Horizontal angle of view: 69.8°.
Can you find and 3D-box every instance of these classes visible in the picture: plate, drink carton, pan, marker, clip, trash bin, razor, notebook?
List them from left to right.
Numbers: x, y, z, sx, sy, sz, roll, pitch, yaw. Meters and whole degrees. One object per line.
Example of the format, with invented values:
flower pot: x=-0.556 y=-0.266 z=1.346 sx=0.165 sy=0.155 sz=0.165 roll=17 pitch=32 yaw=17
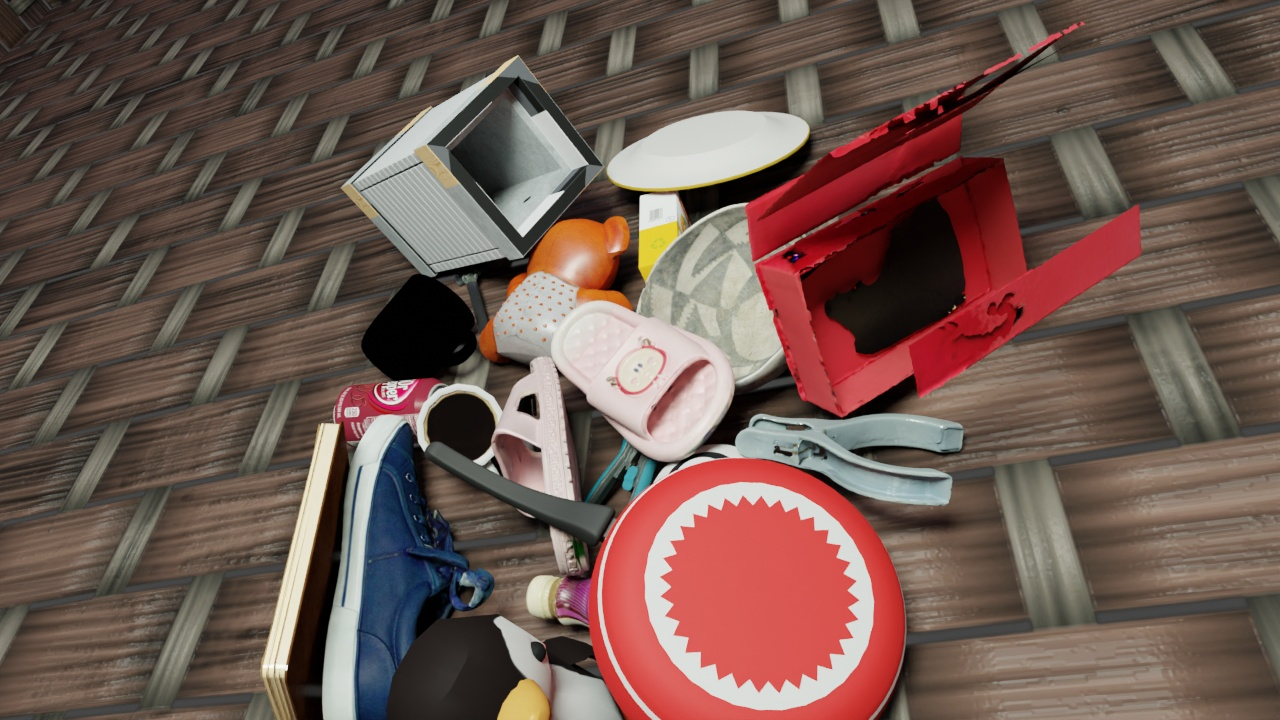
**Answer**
notebook: x=-0.258 y=0.184 z=0.733 sx=0.024 sy=0.168 sz=0.225 roll=3 pitch=45 yaw=-8
trash bin: x=-0.192 y=-0.202 z=1.013 sx=0.247 sy=0.142 sz=0.142 roll=-1 pitch=45 yaw=54
razor: x=-0.182 y=-0.066 z=1.026 sx=0.043 sy=0.022 sz=0.144 roll=-27 pitch=43 yaw=3
marker: x=-0.106 y=0.075 z=0.863 sx=0.022 sy=0.016 sz=0.138 roll=-4 pitch=44 yaw=-9
pan: x=0.006 y=0.128 z=0.613 sx=0.356 sy=0.067 sz=0.208 roll=26 pitch=59 yaw=10
drink carton: x=0.027 y=-0.120 z=0.947 sx=0.040 sy=0.058 sz=0.122 roll=-13 pitch=45 yaw=15
plate: x=0.071 y=-0.243 z=1.021 sx=0.230 sy=0.021 sz=0.229 roll=-11 pitch=29 yaw=6
clip: x=0.153 y=0.074 z=0.656 sx=0.174 sy=0.030 sz=0.158 roll=0 pitch=16 yaw=6

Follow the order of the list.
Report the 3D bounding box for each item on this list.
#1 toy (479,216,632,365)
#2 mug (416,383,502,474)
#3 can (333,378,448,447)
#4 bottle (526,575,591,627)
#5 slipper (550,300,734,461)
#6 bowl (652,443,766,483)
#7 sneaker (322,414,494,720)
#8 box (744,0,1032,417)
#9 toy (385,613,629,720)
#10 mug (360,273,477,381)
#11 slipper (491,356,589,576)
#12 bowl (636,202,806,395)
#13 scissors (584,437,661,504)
toy: x=-0.079 y=-0.069 z=0.938 sx=0.164 sy=0.093 sz=0.172 roll=7 pitch=66 yaw=35
mug: x=-0.153 y=0.074 z=0.827 sx=0.073 sy=0.105 sz=0.090 roll=-31 pitch=0 yaw=-12
can: x=-0.244 y=0.052 z=0.915 sx=0.114 sy=0.063 sz=0.063 roll=-5 pitch=48 yaw=22
bottle: x=-0.007 y=0.182 z=0.679 sx=0.166 sy=0.060 sz=0.059 roll=-1 pitch=49 yaw=25
slipper: x=-0.005 y=0.005 z=0.773 sx=0.106 sy=0.055 sz=0.222 roll=-50 pitch=43 yaw=-6
bowl: x=0.055 y=0.111 z=0.710 sx=0.120 sy=0.066 sz=0.120 roll=-14 pitch=45 yaw=14
sneaker: x=-0.186 y=0.163 z=0.772 sx=0.127 sy=0.121 sz=0.294 roll=-3 pitch=46 yaw=-8
box: x=0.187 y=-0.125 z=0.671 sx=0.210 sy=0.319 sz=0.121 roll=-28 pitch=47 yaw=-15
toy: x=-0.098 y=0.230 z=0.588 sx=0.140 sy=0.184 sz=0.158 roll=7 pitch=53 yaw=32
mug: x=-0.222 y=-0.024 z=0.963 sx=0.122 sy=0.085 sz=0.094 roll=18 pitch=60 yaw=30
slipper: x=-0.086 y=0.087 z=0.760 sx=0.064 sy=0.094 sz=0.239 roll=-12 pitch=33 yaw=-4
bowl: x=0.091 y=-0.044 z=0.817 sx=0.179 sy=0.081 sz=0.178 roll=-17 pitch=61 yaw=34
scissors: x=-0.006 y=0.094 z=0.770 sx=0.123 sy=0.019 sz=0.148 roll=-20 pitch=59 yaw=22
